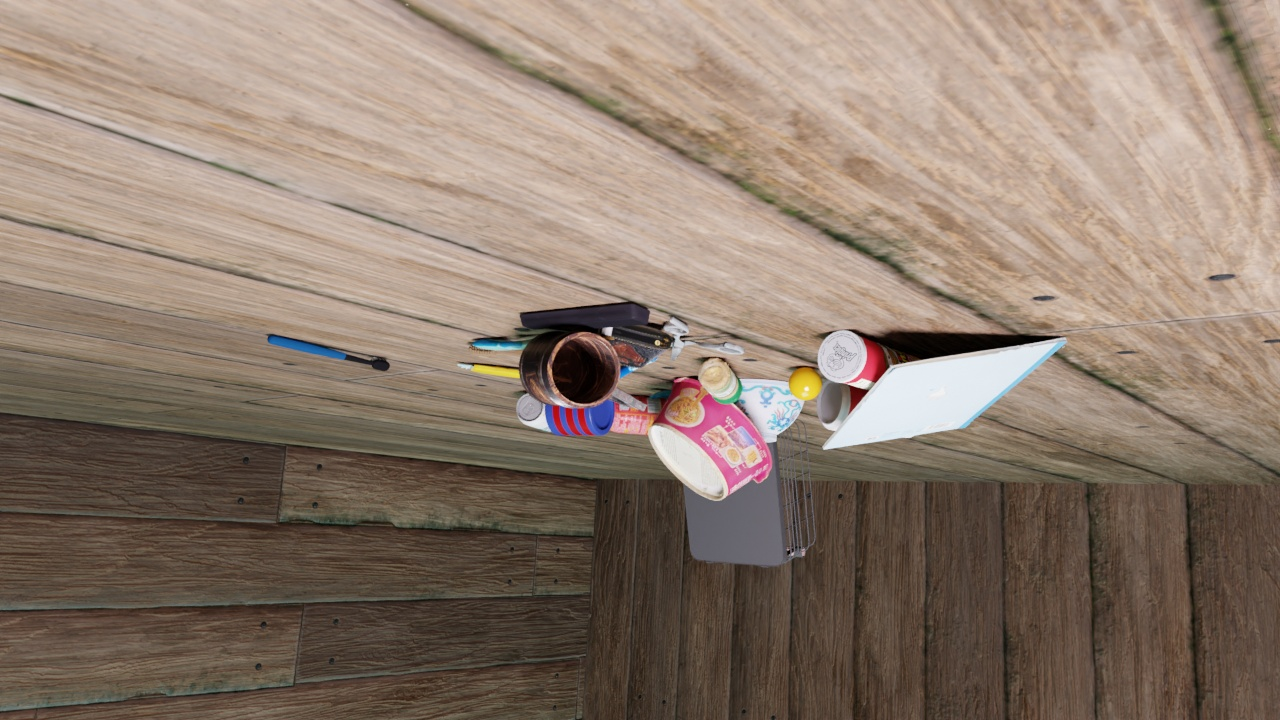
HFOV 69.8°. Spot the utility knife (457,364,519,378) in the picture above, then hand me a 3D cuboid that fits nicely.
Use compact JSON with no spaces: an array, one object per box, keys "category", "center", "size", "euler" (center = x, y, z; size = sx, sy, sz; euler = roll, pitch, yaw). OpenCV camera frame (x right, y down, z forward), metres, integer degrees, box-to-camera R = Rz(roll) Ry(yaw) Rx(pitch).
[{"category":"utility knife","center":[-0.163,0.018,1.233],"size":[0.164,0.017,0.030],"euler":[5,165,-13]}]

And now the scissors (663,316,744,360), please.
[{"category":"scissors","center":[0.036,-0.021,0.966],"size":[0.142,0.014,0.161],"euler":[4,166,29]}]

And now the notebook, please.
[{"category":"notebook","center":[0.313,0.042,0.982],"size":[0.181,0.009,0.254],"euler":[-8,158,-8]}]

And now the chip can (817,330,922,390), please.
[{"category":"chip can","center":[0.269,0.013,0.978],"size":[0.052,0.051,0.214],"euler":[-6,166,42]}]

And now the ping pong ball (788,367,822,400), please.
[{"category":"ping pong ball","center":[0.199,0.028,1.109],"size":[0.040,0.040,0.040],"euler":[3,170,0]}]

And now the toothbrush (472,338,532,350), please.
[{"category":"toothbrush","center":[-0.136,-0.018,1.025],"size":[0.135,0.017,0.022],"euler":[-4,168,31]}]

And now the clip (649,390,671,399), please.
[{"category":"clip","center":[0.070,0.095,1.361],"size":[0.130,0.121,0.031],"euler":[19,158,-15]}]

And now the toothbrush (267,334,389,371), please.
[{"category":"toothbrush","center":[-0.389,-0.009,1.154],"size":[0.167,0.014,0.014],"euler":[17,-164,-46]}]

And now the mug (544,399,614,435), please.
[{"category":"mug","center":[-0.095,0.061,1.326],"size":[0.076,0.074,0.112],"euler":[-2,142,27]}]

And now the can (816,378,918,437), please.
[{"category":"can","center":[0.296,0.059,1.163],"size":[0.132,0.070,0.070],"euler":[7,169,-20]}]

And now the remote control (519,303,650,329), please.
[{"category":"remote control","center":[-0.056,-0.040,0.885],"size":[0.137,0.015,0.032],"euler":[-3,168,32]}]

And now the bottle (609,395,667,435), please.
[{"category":"bottle","center":[-0.026,0.083,1.424],"size":[0.137,0.062,0.062],"euler":[6,169,-9]}]

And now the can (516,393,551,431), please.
[{"category":"can","center":[-0.160,0.083,1.477],"size":[0.055,0.055,0.101],"euler":[0,169,15]}]

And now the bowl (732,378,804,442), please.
[{"category":"bowl","center":[0.158,0.074,1.276],"size":[0.144,0.074,0.144],"euler":[3,170,0]}]

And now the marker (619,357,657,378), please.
[{"category":"marker","center":[-0.007,0.007,1.134],"size":[0.013,0.013,0.142],"euler":[7,169,-18]}]

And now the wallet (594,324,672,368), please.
[{"category":"wallet","center":[-0.015,-0.017,0.971],"size":[0.072,0.019,0.123],"euler":[15,168,-8]}]

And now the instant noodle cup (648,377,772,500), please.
[{"category":"instant noodle cup","center":[0.084,0.115,1.243],"size":[0.178,0.077,0.179],"euler":[38,156,20]}]

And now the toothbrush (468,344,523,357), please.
[{"category":"toothbrush","center":[-0.119,-0.007,1.085],"size":[0.167,0.016,0.016],"euler":[5,170,-7]}]

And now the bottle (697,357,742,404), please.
[{"category":"bottle","center":[0.098,0.025,1.126],"size":[0.043,0.043,0.111],"euler":[1,168,14]}]

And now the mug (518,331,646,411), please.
[{"category":"mug","center":[-0.058,0.018,0.938],"size":[0.115,0.080,0.107],"euler":[31,170,-18]}]

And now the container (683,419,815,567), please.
[{"category":"container","center":[0.171,0.198,1.427],"size":[0.163,0.241,0.130],"euler":[-4,-177,35]}]
